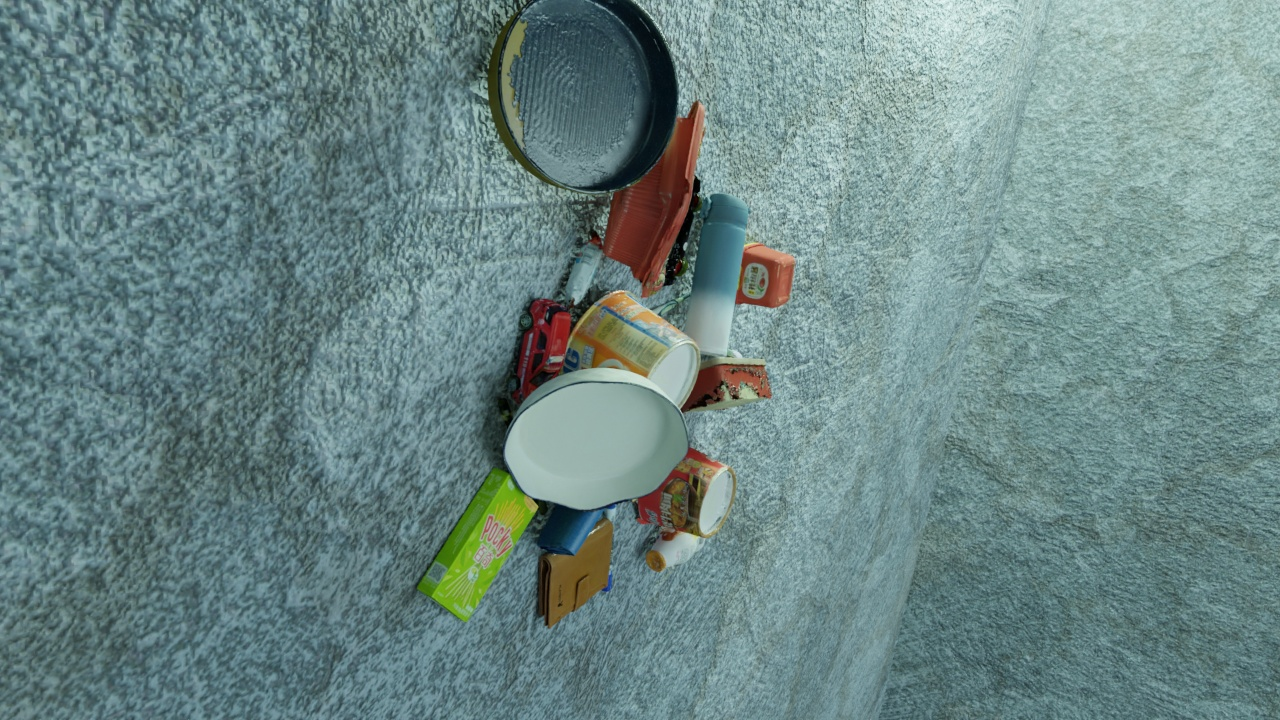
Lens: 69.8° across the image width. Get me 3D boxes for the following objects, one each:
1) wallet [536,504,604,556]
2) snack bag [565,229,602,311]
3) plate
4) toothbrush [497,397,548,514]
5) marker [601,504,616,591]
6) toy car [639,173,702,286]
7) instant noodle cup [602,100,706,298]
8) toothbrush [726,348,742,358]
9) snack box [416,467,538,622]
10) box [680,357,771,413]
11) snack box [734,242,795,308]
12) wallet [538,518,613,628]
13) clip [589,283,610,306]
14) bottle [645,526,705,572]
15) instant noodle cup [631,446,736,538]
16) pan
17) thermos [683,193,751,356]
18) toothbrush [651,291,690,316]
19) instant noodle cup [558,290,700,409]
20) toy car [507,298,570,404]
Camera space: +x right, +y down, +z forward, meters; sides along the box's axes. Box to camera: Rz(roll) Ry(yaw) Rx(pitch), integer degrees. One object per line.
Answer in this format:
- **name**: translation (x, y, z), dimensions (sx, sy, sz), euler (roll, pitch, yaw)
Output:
- **wallet**: translation (-0.071, 0.179, 1.128), dimensions (0.040, 0.107, 0.132), euler (39, 68, -14)
- **snack bag**: translation (-0.066, -0.099, 1.047), dimensions (0.045, 0.026, 0.105), euler (156, -44, -79)
- **plate**: translation (-0.051, 0.086, 1.017), dimensions (0.045, 0.205, 0.205), euler (-102, 176, -46)
- **toothbrush**: translation (-0.136, 0.113, 1.060), dimensions (0.012, 0.017, 0.186), euler (-35, 133, -24)
- **marker**: translation (-0.045, 0.258, 1.280), dimensions (0.016, 0.017, 0.146), euler (-27, 127, -51)
- **toy car**: translation (0.039, -0.167, 1.168), dimensions (0.071, 0.041, 0.156), euler (2, 105, -59)
- **instant noodle cup**: translation (0.012, -0.180, 1.014), dimensions (0.189, 0.079, 0.164), euler (117, -16, -57)
- **toothbrush**: translation (0.108, -0.019, 1.383), dimensions (0.189, 0.021, 0.029), euler (19, 51, -58)
- **snack box**: translation (-0.179, 0.206, 1.027), dimensions (0.156, 0.026, 0.086), euler (-58, 148, -23)
- **box**: translation (0.126, 0.044, 1.350), dimensions (0.168, 0.091, 0.078), euler (0, 75, -59)
- **snack box**: translation (0.187, -0.127, 1.393), dimensions (0.081, 0.080, 0.091), euler (-23, 124, -53)
- **wallet**: translation (-0.085, 0.280, 1.215), dimensions (0.131, 0.031, 0.108), euler (-21, 122, -51)
- **clip**: translation (-0.053, -0.064, 1.104), dimensions (0.024, 0.028, 0.057), euler (-32, 140, -45)
- **bottle**: translation (0.051, 0.282, 1.402), dimensions (0.108, 0.063, 0.063), euler (-29, 129, -50)
- **instant noodle cup**: translation (0.069, 0.188, 1.339), dimensions (0.137, 0.109, 0.138), euler (-33, 132, -47)
- **pan**: translation (-0.035, -0.338, 0.871), dimensions (0.197, 0.078, 0.357), euler (3, 96, -33)
- **thermos**: translation (0.102, -0.117, 1.256), dimensions (0.070, 0.070, 0.220), euler (13, 85, -59)
- **toothbrush**: translation (0.044, -0.074, 1.250), dimensions (0.191, 0.018, 0.016), euler (-32, 130, -49)
- **instant noodle cup**: translation (-0.006, 0.006, 1.094), dimensions (0.151, 0.111, 0.152), euler (-39, 146, -34)
- **toy car**: translation (-0.110, -0.007, 1.011), dimensions (0.052, 0.045, 0.120), euler (-2, 109, -57)
